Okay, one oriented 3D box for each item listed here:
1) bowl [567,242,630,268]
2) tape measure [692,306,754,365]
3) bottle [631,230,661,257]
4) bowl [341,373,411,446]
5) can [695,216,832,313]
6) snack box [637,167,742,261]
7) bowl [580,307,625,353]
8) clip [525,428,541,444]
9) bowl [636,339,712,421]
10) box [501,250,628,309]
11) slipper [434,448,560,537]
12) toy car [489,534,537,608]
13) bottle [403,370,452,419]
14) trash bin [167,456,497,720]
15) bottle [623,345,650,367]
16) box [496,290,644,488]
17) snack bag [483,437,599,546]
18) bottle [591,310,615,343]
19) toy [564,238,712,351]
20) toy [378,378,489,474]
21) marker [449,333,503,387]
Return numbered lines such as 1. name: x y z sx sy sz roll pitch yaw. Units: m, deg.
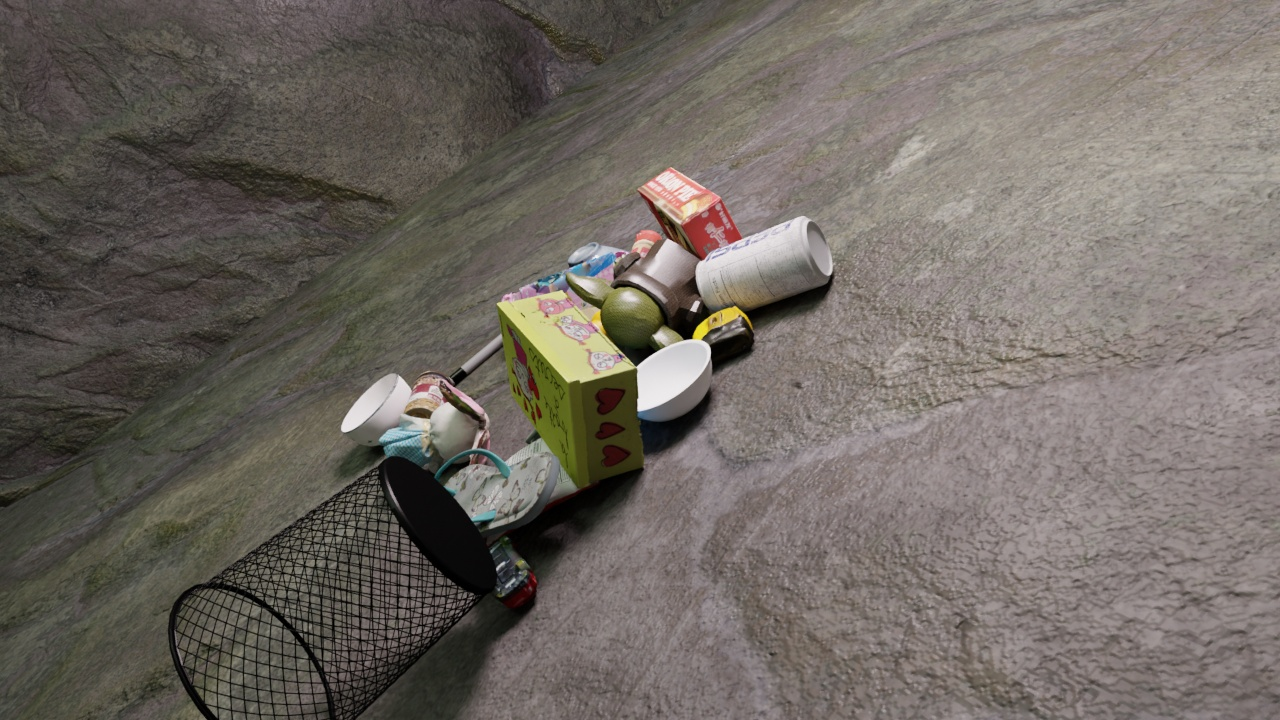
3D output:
1. bowl: -0.072 -0.139 1.373 0.137 0.057 0.136 -28 25 14
2. tape measure: 0.088 -0.029 0.992 0.066 0.037 0.064 -26 26 18
3. bottle: 0.002 -0.144 1.307 0.044 0.044 0.108 -21 28 27
4. bowl: -0.371 0.079 1.331 0.114 0.063 0.113 -33 27 19
5. can: 0.136 -0.101 1.015 0.136 0.078 0.078 -19 28 31
6. snack box: 0.071 -0.170 1.182 0.060 0.113 0.236 -33 24 1
7. bowl: -0.080 -0.021 1.174 0.152 0.050 0.152 -28 25 14
8. clip: -0.109 0.084 1.044 0.023 0.059 0.076 -49 14 -33
9. bowl: 0.034 0.029 0.948 0.110 0.040 0.109 -28 25 14
10. box: -0.107 -0.083 1.283 0.231 0.053 0.084 -17 69 33
11. slipper: -0.171 0.138 0.928 0.269 0.054 0.098 -17 47 54
12. toy car: -0.123 0.194 0.844 0.042 0.036 0.091 -40 29 -11
13. bottle: -0.298 0.062 1.287 0.056 0.056 0.105 -28 25 13
14. trash bin: -0.249 0.203 0.785 0.210 0.184 0.184 -39 24 2
15. bottle: -0.006 0.006 1.054 0.030 0.030 0.112 -26 25 18
16. box: -0.075 0.022 0.945 0.080 0.124 0.221 -14 31 -18
17. snack bag: -0.109 0.124 0.955 0.144 0.039 0.130 -31 26 10
18. bottle: -0.015 -0.055 1.118 0.143 0.043 0.043 -31 19 -36
19. toy: 0.016 -0.072 1.064 0.152 0.179 0.078 -45 -16 -35
20. toy: -0.243 0.100 1.137 0.206 0.131 0.105 -23 -6 42
21. marker: -0.252 0.004 1.386 0.140 0.016 0.016 -42 25 -17
